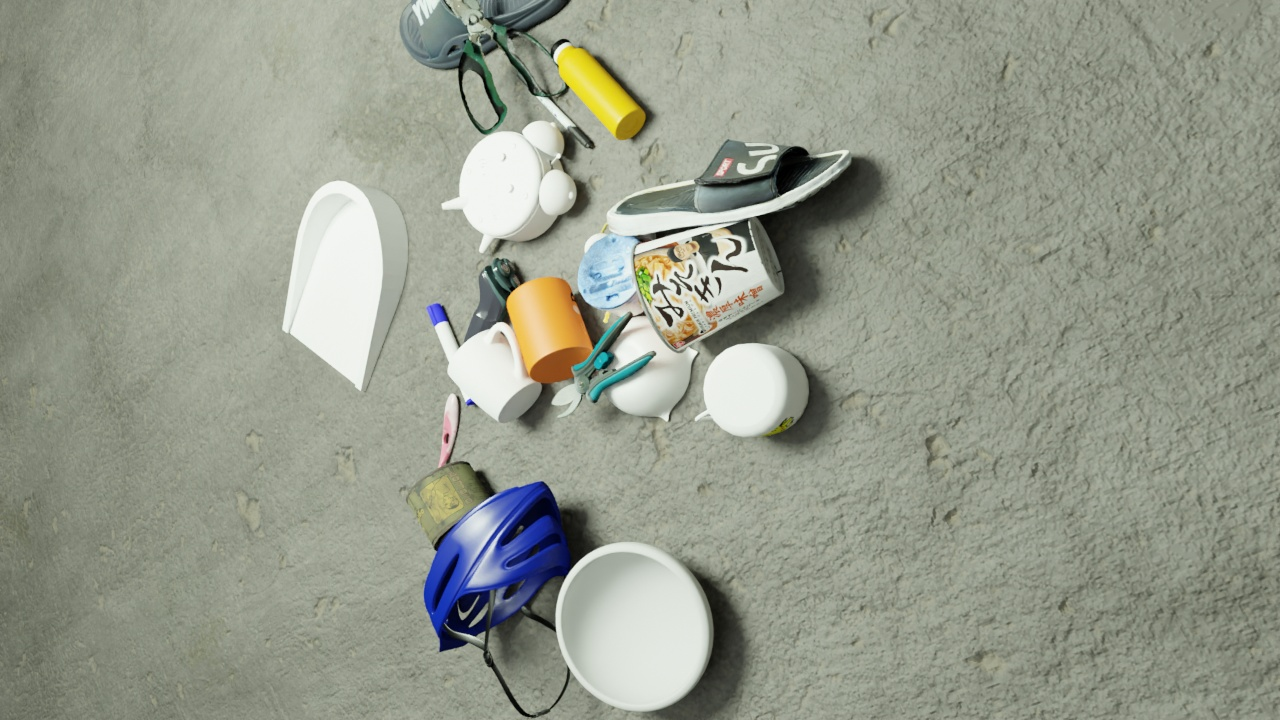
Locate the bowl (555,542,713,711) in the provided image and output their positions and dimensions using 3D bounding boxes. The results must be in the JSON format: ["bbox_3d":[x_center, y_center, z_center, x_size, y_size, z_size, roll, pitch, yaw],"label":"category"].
[{"bbox_3d":[0.000,0.280,0.990,0.177,0.066,0.176,0,90,22],"label":"bowl"}]

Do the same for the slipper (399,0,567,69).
[{"bbox_3d":[-0.209,-0.440,1.127,0.269,0.083,0.110,-10,86,30],"label":"slipper"}]

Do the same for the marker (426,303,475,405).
[{"bbox_3d":[-0.240,-0.009,1.176,0.020,0.020,0.141,-34,72,27],"label":"marker"}]

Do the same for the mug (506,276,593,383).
[{"bbox_3d":[-0.108,-0.026,1.062,0.113,0.077,0.096,117,137,-54],"label":"mug"}]

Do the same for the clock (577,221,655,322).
[{"bbox_3d":[-0.022,-0.107,1.017,0.089,0.052,0.125,-13,68,29],"label":"clock"}]

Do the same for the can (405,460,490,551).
[{"bbox_3d":[-0.230,0.180,1.127,0.090,0.089,0.074,-45,67,23],"label":"can"}]

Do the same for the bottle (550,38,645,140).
[{"bbox_3d":[-0.053,-0.314,1.049,0.043,0.043,0.143,-48,66,22],"label":"bottle"}]

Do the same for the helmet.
[{"bbox_3d":[-0.140,0.270,1.032,0.242,0.147,0.227,-51,60,21],"label":"helmet"}]

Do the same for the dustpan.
[{"bbox_3d":[-0.417,-0.117,1.268,0.191,0.053,0.258,32,106,28],"label":"dustpan"}]

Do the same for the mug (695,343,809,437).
[{"bbox_3d":[0.108,0.035,0.930,0.116,0.068,0.094,-32,73,28],"label":"mug"}]

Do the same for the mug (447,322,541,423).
[{"bbox_3d":[-0.165,0.010,1.088,0.087,0.080,0.114,45,132,18],"label":"mug"}]

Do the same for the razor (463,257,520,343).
[{"bbox_3d":[-0.190,-0.058,1.135,0.052,0.047,0.143,28,108,4],"label":"razor"}]

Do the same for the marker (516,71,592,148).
[{"bbox_3d":[-0.104,-0.301,1.100,0.152,0.011,0.011,49,113,23],"label":"marker"}]

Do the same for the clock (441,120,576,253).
[{"bbox_3d":[-0.157,-0.209,1.095,0.161,0.072,0.125,-20,79,30],"label":"clock"}]

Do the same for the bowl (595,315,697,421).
[{"bbox_3d":[-0.006,0.006,1.011,0.115,0.050,0.114,0,89,32],"label":"bowl"}]

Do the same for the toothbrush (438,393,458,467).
[{"bbox_3d":[-0.251,0.109,1.186,0.022,0.016,0.135,13,94,31],"label":"toothbrush"}]

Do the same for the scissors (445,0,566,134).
[{"bbox_3d":[-0.164,-0.384,1.087,0.137,0.015,0.209,-17,95,1],"label":"scissors"}]

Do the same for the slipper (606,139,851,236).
[{"bbox_3d":[0.077,-0.183,0.927,0.264,0.111,0.063,-7,119,36],"label":"slipper"}]

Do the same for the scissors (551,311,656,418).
[{"bbox_3d":[-0.040,0.008,0.991,0.126,0.019,0.154,15,99,33],"label":"scissors"}]

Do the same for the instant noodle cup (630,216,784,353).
[{"bbox_3d":[0.073,-0.086,0.932,0.122,0.123,0.123,-21,78,21],"label":"instant noodle cup"}]
